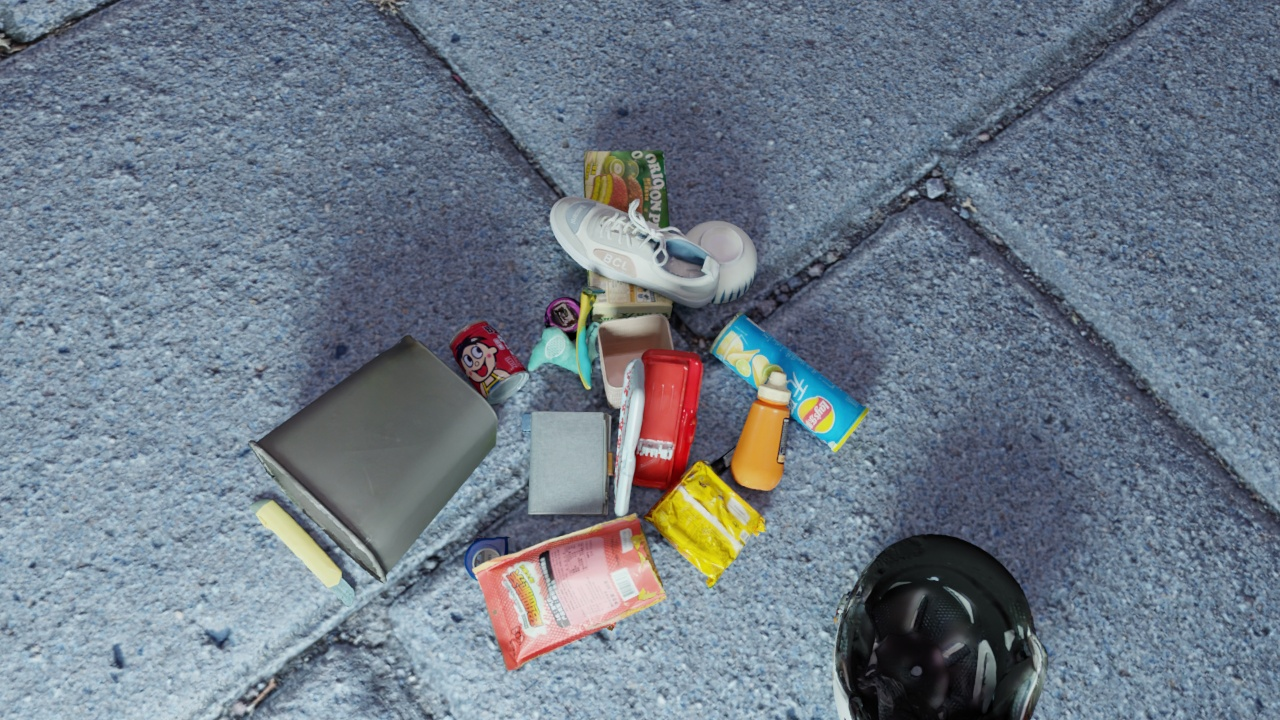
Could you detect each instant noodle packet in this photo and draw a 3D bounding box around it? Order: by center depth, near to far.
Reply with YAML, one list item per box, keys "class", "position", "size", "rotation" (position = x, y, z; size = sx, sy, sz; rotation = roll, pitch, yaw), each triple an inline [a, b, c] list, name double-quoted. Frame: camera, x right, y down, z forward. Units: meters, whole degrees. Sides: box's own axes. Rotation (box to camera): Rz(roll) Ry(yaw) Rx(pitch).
- class: "instant noodle packet"
  position: [0.081, 0.199, 1.129]
  size: [0.128, 0.044, 0.110]
  rotation: [47, 74, -9]

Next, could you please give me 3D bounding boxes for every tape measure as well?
- class: "tape measure"
  position: [-0.187, 0.243, 1.120]
  size: [0.054, 0.025, 0.058]
  rotation: [0, 68, -2]
- class: "tape measure"
  position: [-0.100, -0.055, 1.227]
  size: [0.057, 0.039, 0.058]
  rotation: [-36, 76, -15]

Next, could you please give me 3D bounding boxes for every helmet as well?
- class: "helmet"
  position: [0.322, 0.352, 1.044]
  size: [0.230, 0.157, 0.273]
  rotation: [13, 59, 4]

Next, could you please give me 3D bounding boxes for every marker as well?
- class: "marker"
  position: [0.104, 0.135, 1.185]
  size: [0.124, 0.015, 0.018]
  rotation: [-36, 77, -18]

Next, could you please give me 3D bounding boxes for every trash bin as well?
- class: "trash bin"
  position: [-0.300, 0.110, 1.084]
  size: [0.199, 0.199, 0.219]
  rotation: [40, 65, 9]

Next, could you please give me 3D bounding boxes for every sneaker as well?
- class: "sneaker"
  position: [-0.009, -0.149, 1.172]
  size: [0.242, 0.091, 0.089]
  rotation: [26, 71, 6]

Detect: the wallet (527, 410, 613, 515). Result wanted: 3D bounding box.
- class: "wallet"
  position: [-0.087, 0.130, 1.159]
  size: [0.106, 0.037, 0.129]
  rotation: [1, 80, -2]

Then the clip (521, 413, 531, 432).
- class: "clip"
  position: [-0.126, 0.081, 1.187]
  size: [0.058, 0.037, 0.026]
  rotation: [3, 67, -3]

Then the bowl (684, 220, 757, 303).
- class: "bowl"
  position: [0.106, -0.143, 1.258]
  size: [0.116, 0.066, 0.116]
  rotation: [1, 70, -4]

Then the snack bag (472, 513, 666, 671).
- class: "snack bag"
  position: [-0.082, 0.266, 1.077]
  size: [0.208, 0.073, 0.128]
  rotation: [-22, 74, 0]

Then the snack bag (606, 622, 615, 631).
- class: "snack bag"
  position: [-0.045, 0.274, 1.117]
  size: [0.045, 0.026, 0.105]
  rotation: [6, 67, 4]

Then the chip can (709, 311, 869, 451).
- class: "chip can"
  position: [0.192, 0.027, 1.199]
  size: [0.210, 0.071, 0.071]
  rotation: [38, 72, 11]

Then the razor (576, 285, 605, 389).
- class: "razor"
  position: [-0.068, -0.030, 1.177]
  size: [0.028, 0.043, 0.132]
  rotation: [5, 95, 18]

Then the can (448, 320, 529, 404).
- class: "can"
  position: [-0.197, 0.001, 1.186]
  size: [0.066, 0.067, 0.094]
  rotation: [-34, 75, -15]

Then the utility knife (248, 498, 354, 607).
- class: "utility knife"
  position: [-0.408, 0.230, 1.114]
  size: [0.182, 0.019, 0.031]
  rotation: [40, 77, 17]

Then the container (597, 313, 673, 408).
- class: "container"
  position: [-0.007, 0.007, 1.172]
  size: [0.090, 0.111, 0.089]
  rotation: [-8, 70, -7]

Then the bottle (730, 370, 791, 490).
- class: "bottle"
  position: [0.158, 0.085, 1.153]
  size: [0.067, 0.066, 0.149]
  rotation: [13, 95, 1]

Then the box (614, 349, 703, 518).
- class: "box"
  position: [0.020, 0.093, 1.089]
  size: [0.094, 0.201, 0.100]
  rotation: [5, 35, -3]

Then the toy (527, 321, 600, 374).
- class: "toy"
  position: [-0.092, -0.015, 1.199]
  size: [0.092, 0.030, 0.096]
  rotation: [26, 92, -30]

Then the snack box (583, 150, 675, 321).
- class: "snack box"
  position: [-0.018, -0.173, 1.263]
  size: [0.114, 0.063, 0.239]
  rotation: [-3, 70, -5]
